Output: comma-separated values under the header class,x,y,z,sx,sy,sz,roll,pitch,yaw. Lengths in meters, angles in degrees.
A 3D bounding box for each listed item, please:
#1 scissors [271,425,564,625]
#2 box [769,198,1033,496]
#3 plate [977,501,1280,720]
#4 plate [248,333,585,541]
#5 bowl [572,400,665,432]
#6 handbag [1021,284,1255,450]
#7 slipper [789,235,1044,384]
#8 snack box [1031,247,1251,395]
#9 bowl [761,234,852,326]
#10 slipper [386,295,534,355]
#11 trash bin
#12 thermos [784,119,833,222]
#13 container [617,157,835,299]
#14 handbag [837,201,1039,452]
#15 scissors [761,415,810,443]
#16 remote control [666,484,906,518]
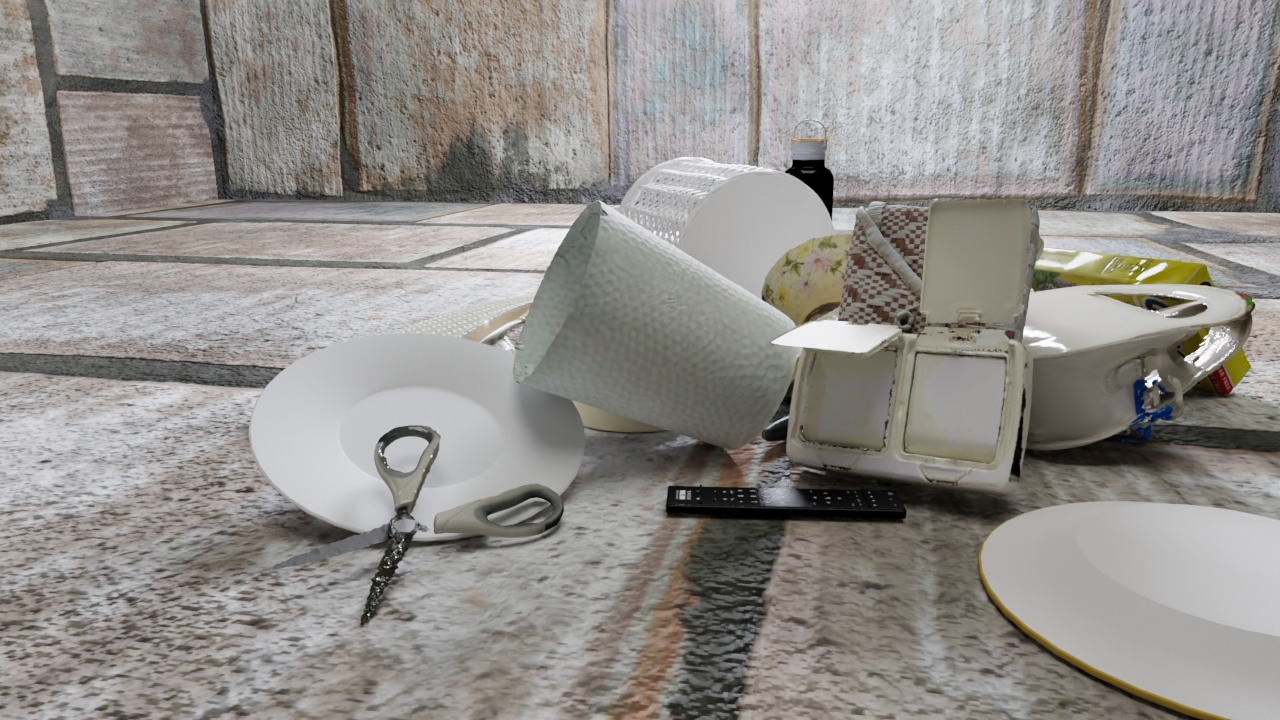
class,x,y,z,sx,sy,sz,roll,pitch,yaw
scissors,-0.117,0.083,0.506,0.157,0.013,0.171,3,30,-20
box,0.157,-0.019,0.559,0.144,0.184,0.098,3,-12,32
plate,0.284,0.106,0.439,0.230,0.021,0.229,0,14,0
plate,-0.140,0.045,0.593,0.208,0.015,0.208,9,33,-6
bowl,-0.004,0.004,0.741,0.118,0.074,0.118,0,14,0
handbag,0.344,-0.004,0.693,0.200,0.093,0.200,-17,13,6
slipper,0.200,-0.029,0.740,0.264,0.052,0.114,-29,11,36
snack box,0.439,-0.040,0.833,0.045,0.121,0.181,-43,25,-9
bowl,0.183,-0.039,0.846,0.145,0.145,0.063,2,44,8
slipper,-0.168,-0.018,0.873,0.115,0.054,0.271,2,19,24
trash bin,0.013,-0.015,0.635,0.161,0.133,0.133,24,8,-17
thermos,0.197,-0.168,1.094,0.061,0.231,0.061,0,15,0
container,0.087,-0.121,1.006,0.189,0.189,0.187,-6,17,-20
handbag,0.194,-0.020,0.625,0.124,0.185,0.047,8,-9,28
scissors,0.150,0.046,0.692,0.136,0.019,0.139,0,13,-8
remote control,0.086,0.085,0.552,0.140,0.009,0.030,1,14,4
